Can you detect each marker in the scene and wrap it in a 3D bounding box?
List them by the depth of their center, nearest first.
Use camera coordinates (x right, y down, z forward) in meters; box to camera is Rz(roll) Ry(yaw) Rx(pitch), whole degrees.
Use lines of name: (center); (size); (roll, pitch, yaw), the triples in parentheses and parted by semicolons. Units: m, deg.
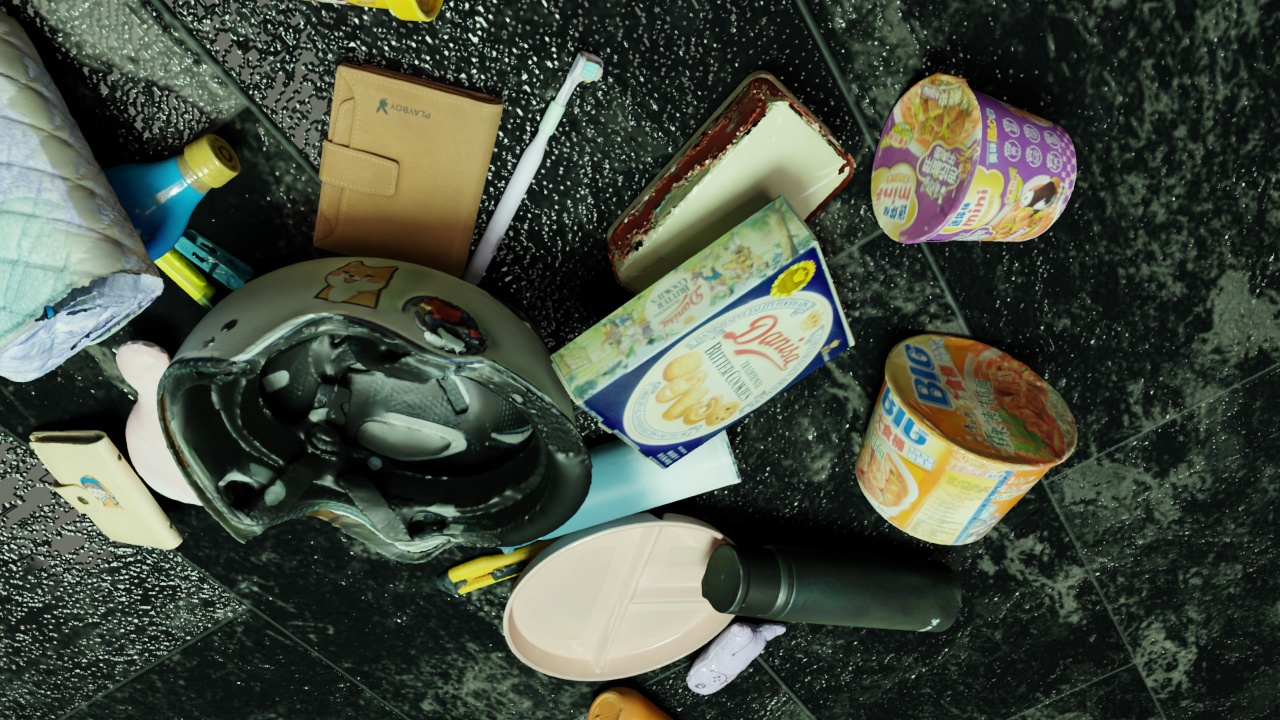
marker: (-0.302, -0.038, 0.663); (0.015, 0.018, 0.124); (-28, 123, 17)

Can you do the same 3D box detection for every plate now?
plate: (-0.013, 0.218, 0.844); (0.229, 0.028, 0.230); (-9, 132, -10)

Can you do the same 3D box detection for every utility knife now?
utility knife: (-0.100, 0.179, 0.832); (0.181, 0.015, 0.033); (-19, 126, 5)

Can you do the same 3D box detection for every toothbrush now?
toothbrush: (-0.079, -0.126, 0.635); (0.021, 0.029, 0.190); (42, 118, 15)

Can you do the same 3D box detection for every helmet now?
helmet: (-0.172, 0.019, 0.633); (0.274, 0.156, 0.231); (6, 136, -11)

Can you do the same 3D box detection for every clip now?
clip: (-0.299, -0.070, 0.641); (0.057, 0.047, 0.014); (38, 114, -20)

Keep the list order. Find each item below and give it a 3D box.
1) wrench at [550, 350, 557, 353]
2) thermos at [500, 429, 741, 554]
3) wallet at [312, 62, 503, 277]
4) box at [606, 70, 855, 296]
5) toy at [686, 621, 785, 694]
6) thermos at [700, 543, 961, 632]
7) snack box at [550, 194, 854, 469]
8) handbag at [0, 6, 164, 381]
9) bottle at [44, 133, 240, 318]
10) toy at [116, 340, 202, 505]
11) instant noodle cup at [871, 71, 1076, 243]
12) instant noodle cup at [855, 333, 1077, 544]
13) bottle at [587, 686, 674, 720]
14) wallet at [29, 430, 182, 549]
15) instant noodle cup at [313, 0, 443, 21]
wrench: (-0.004, 0.004, 0.731); (0.273, 0.016, 0.056); (-2, 120, -6)
thermos: (-0.029, 0.100, 0.762); (0.220, 0.070, 0.070); (-17, 123, 4)
wallet: (-0.159, -0.125, 0.619); (0.107, 0.031, 0.132); (11, 120, -16)
box: (0.058, -0.104, 0.632); (0.091, 0.075, 0.169); (34, 113, -27)
toy: (0.090, 0.297, 0.922); (0.083, 0.039, 0.108); (14, 121, -42)
thermos: (0.172, 0.209, 0.842); (0.242, 0.068, 0.090); (11, 154, -24)
snack box: (0.053, -0.008, 0.641); (0.182, 0.045, 0.178); (-34, 153, 6)
handbag: (-0.378, -0.092, 0.533); (0.134, 0.075, 0.194); (-32, 85, 11)
bottle: (-0.358, -0.080, 0.600); (0.219, 0.065, 0.065); (-29, 122, 11)
toy: (-0.330, 0.048, 0.692); (0.121, 0.054, 0.160); (3, 127, -4)
instant noodle cup: (0.230, -0.129, 0.625); (0.099, 0.111, 0.112); (6, 122, -20)
instant noodle cup: (0.249, 0.067, 0.734); (0.151, 0.151, 0.112); (6, 130, -12)
bottle: (0.011, 0.395, 0.965); (0.067, 0.066, 0.149); (-38, 127, 17)
wallet: (-0.424, 0.103, 0.722); (0.087, 0.024, 0.115); (2, 130, 23)
instant noodle cup: (-0.171, -0.246, 0.491); (0.114, 0.118, 0.119); (2, 123, 0)
